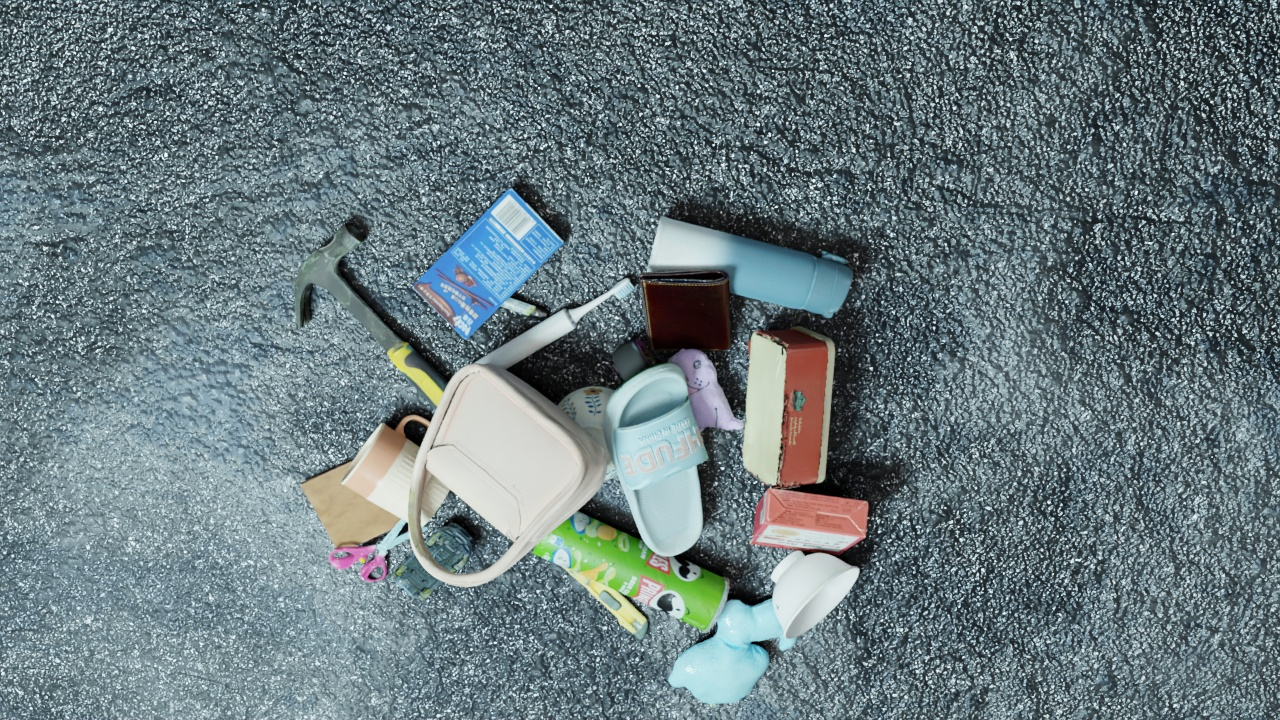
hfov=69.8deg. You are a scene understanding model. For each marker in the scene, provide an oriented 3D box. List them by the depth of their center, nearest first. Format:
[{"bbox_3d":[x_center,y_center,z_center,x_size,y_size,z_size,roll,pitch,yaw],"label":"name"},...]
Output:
[{"bbox_3d":[-0.164,-0.072,1.055,0.124,0.015,0.018,20,106,-5],"label":"marker"}]

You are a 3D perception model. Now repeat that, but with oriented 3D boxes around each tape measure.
[{"bbox_3d":[-0.006,0.006,1.043,0.039,0.057,0.058,-32,109,12],"label":"tape measure"}]

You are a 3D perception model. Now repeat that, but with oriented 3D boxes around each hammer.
[{"bbox_3d":[-0.273,0.002,1.073,0.126,0.031,0.323,-40,100,13],"label":"hammer"}]

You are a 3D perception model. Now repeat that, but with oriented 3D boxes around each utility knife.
[{"bbox_3d":[-0.052,0.285,1.147,0.173,0.019,0.031,45,97,-4],"label":"utility knife"}]

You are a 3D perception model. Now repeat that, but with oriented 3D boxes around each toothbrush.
[{"bbox_3d":[-0.105,-0.034,1.055,0.221,0.026,0.026,-30,114,10],"label":"toothbrush"}]

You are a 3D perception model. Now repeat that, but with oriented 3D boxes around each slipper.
[{"bbox_3d":[0.026,0.121,1.028,0.104,0.074,0.246,-19,116,-17],"label":"slipper"}]

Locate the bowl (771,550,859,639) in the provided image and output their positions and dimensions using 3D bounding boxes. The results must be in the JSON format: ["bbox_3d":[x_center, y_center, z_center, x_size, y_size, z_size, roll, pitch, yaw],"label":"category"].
[{"bbox_3d":[0.194,0.266,1.089,0.065,0.118,0.118,46,106,30],"label":"bowl"}]

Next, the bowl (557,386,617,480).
[{"bbox_3d":[-0.053,0.092,1.068,0.113,0.062,0.113,1,105,2],"label":"bowl"}]

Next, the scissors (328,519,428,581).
[{"bbox_3d":[-0.313,0.237,1.135,0.137,0.017,0.096,-24,128,10],"label":"scissors"}]

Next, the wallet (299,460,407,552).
[{"bbox_3d":[-0.346,0.173,1.131,0.115,0.020,0.101,-23,102,6],"label":"wallet"}]

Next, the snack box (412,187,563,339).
[{"bbox_3d":[-0.170,-0.108,1.027,0.157,0.026,0.084,-44,98,4],"label":"snack box"}]

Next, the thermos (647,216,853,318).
[{"bbox_3d":[0.119,-0.103,1.003,0.220,0.070,0.070,13,105,-1],"label":"thermos"}]

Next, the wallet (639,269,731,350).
[{"bbox_3d":[0.051,-0.052,1.011,0.096,0.020,0.122,1,142,7],"label":"wallet"}]

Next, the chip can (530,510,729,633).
[{"bbox_3d":[-0.014,0.247,1.102,0.236,0.072,0.072,25,105,-3],"label":"chip can"}]

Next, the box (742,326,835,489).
[{"bbox_3d":[0.155,0.052,1.020,0.079,0.091,0.168,-4,106,-21],"label":"box"}]

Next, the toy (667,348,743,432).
[{"bbox_3d":[0.065,0.036,1.056,0.084,0.038,0.108,-16,105,35],"label":"toy"}]

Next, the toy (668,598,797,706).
[{"bbox_3d":[0.115,0.366,1.137,0.161,0.049,0.156,-2,105,-4],"label":"toy"}]

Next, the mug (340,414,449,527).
[{"bbox_3d":[-0.275,0.124,1.083,0.106,0.082,0.114,36,69,-15],"label":"mug"}]

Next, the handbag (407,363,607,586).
[{"bbox_3d":[-0.168,0.139,1.004,0.193,0.093,0.234,36,93,20],"label":"handbag"}]

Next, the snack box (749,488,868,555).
[{"bbox_3d":[0.192,0.188,1.065,0.113,0.127,0.044,7,69,1],"label":"snack box"}]

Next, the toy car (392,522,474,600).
[{"bbox_3d":[-0.256,0.249,1.137,0.054,0.036,0.121,43,113,-9],"label":"toy car"}]
